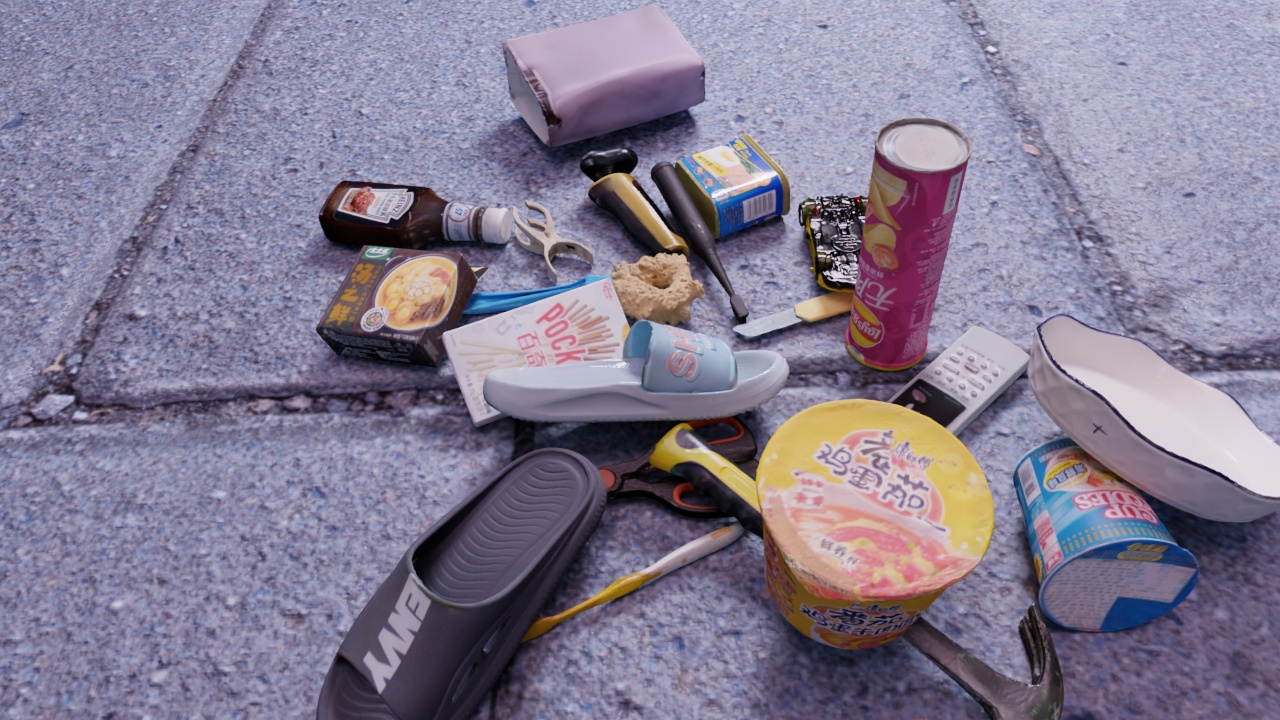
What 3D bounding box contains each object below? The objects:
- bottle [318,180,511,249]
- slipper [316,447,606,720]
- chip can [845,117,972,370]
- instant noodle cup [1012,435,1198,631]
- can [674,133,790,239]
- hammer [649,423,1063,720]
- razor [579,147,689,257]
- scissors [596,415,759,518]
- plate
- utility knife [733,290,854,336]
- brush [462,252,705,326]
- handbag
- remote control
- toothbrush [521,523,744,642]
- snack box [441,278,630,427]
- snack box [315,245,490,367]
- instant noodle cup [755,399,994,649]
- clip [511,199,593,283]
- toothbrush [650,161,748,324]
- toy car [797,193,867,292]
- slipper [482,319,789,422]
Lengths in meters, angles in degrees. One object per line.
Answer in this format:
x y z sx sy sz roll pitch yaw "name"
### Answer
-0.232 -0.148 0.957 0.195 0.044 0.079 7 49 11 "bottle"
-0.129 0.152 0.631 0.111 0.083 0.267 24 61 31 "slipper"
0.212 -0.088 0.743 0.071 0.211 0.071 -3 47 3 "chip can"
0.309 0.114 0.635 0.099 0.099 0.109 -3 40 3 "instant noodle cup"
0.093 -0.179 0.945 0.083 0.057 0.102 -22 49 -11 "can"
0.140 0.146 0.643 0.323 0.032 0.125 37 58 27 "hammer"
-0.002 -0.158 0.937 0.068 0.062 0.167 -44 56 12 "razor"
-0.017 0.085 0.731 0.235 0.022 0.141 8 56 9 "scissors"
0.373 0.042 0.668 0.205 0.046 0.204 19 29 -11 "plate"
0.184 -0.057 0.848 0.210 0.022 0.031 -14 44 -17 "utility knife"
-0.066 -0.062 0.869 0.255 0.046 0.083 -4 51 7 "brush"
-0.042 -0.324 1.062 0.196 0.099 0.145 -20 47 -14 "handbag"
0.260 0.025 0.764 0.149 0.021 0.058 -36 54 -26 "remote control"
-0.008 0.159 0.671 0.191 0.016 0.018 -23 41 -14 "toothbrush"
-0.085 -0.008 0.800 0.156 0.027 0.084 -20 80 -12 "snack box"
-0.220 -0.058 0.856 0.113 0.053 0.125 7 59 20 "snack box"
0.136 0.110 0.579 0.138 0.110 0.137 0 50 0 "instant noodle cup"
-0.093 -0.121 0.926 0.071 0.035 0.100 -30 56 -22 "clip"
0.059 -0.117 0.896 0.026 0.027 0.212 -18 56 -10 "toothbrush"
0.194 -0.112 0.881 0.071 0.041 0.155 -4 42 2 "toy car"
-0.004 0.004 0.742 0.245 0.074 0.104 -3 12 -6 "slipper"
